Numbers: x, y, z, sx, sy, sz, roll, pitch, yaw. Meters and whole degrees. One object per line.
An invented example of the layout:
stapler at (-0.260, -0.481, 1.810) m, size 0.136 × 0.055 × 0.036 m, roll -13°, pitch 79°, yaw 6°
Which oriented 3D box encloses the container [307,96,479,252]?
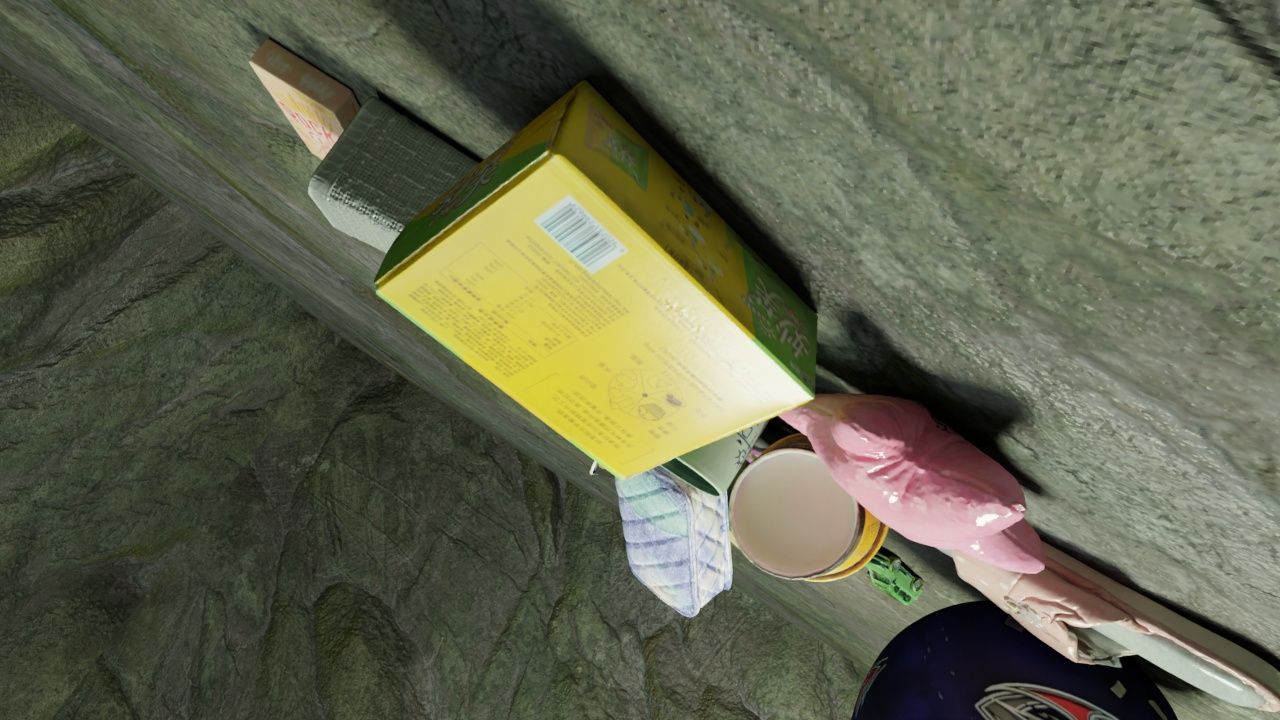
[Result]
container at (-0.171, -0.123, 0.699) m, size 0.114 × 0.090 × 0.090 m, roll 30°, pitch 168°, yaw 4°

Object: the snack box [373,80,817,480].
snack box at (-0.021, -0.032, 0.530) m, size 0.158 × 0.069 × 0.210 m, roll -28°, pitch 125°, yaw 36°

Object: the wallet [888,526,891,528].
wallet at (0.197, 0.120, 0.840) m, size 0.097 × 0.019 × 0.121 m, roll 38°, pitch 165°, yaw -15°

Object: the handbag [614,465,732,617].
handbag at (0.031, 0.159, 0.946) m, size 0.134 × 0.075 × 0.194 m, roll 30°, pitch 137°, yaw 41°

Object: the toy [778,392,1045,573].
toy at (0.183, 0.077, 0.575) m, size 0.194 × 0.074 × 0.178 m, roll 35°, pitch 176°, yaw -19°

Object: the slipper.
slipper at (0.323, 0.187, 0.687) m, size 0.274 × 0.054 × 0.114 m, roll 26°, pitch 166°, yaw 29°

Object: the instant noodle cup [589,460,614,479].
instant noodle cup at (0.016, 0.111, 1.079) m, size 0.120 × 0.111 × 0.111 m, roll 26°, pitch 167°, yaw 2°

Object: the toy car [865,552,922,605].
toy car at (0.286, 0.246, 1.048) m, size 0.091 × 0.036 × 0.043 m, roll 46°, pitch 165°, yaw -30°

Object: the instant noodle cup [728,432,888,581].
instant noodle cup at (0.125, 0.113, 0.693) m, size 0.118 × 0.118 × 0.114 m, roll 30°, pitch -175°, yaw 19°

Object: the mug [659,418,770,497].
mug at (0.059, 0.040, 0.680) m, size 0.082 × 0.106 × 0.112 m, roll 23°, pitch 163°, yaw 39°

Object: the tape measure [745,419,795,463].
tape measure at (0.121, 0.078, 0.824) m, size 0.057 × 0.039 × 0.058 m, roll 33°, pitch 163°, yaw 5°

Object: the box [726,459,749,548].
box at (0.130, 0.170, 1.033) m, size 0.060 × 0.089 × 0.184 m, roll 19°, pitch 163°, yaw 45°

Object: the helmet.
helmet at (0.352, 0.354, 0.803) m, size 0.315 × 0.241 × 0.246 m, roll 38°, pitch -147°, yaw 2°

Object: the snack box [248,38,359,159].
snack box at (-0.264, -0.200, 0.779) m, size 0.084 × 0.026 × 0.157 m, roll 32°, pitch 168°, yaw 6°
